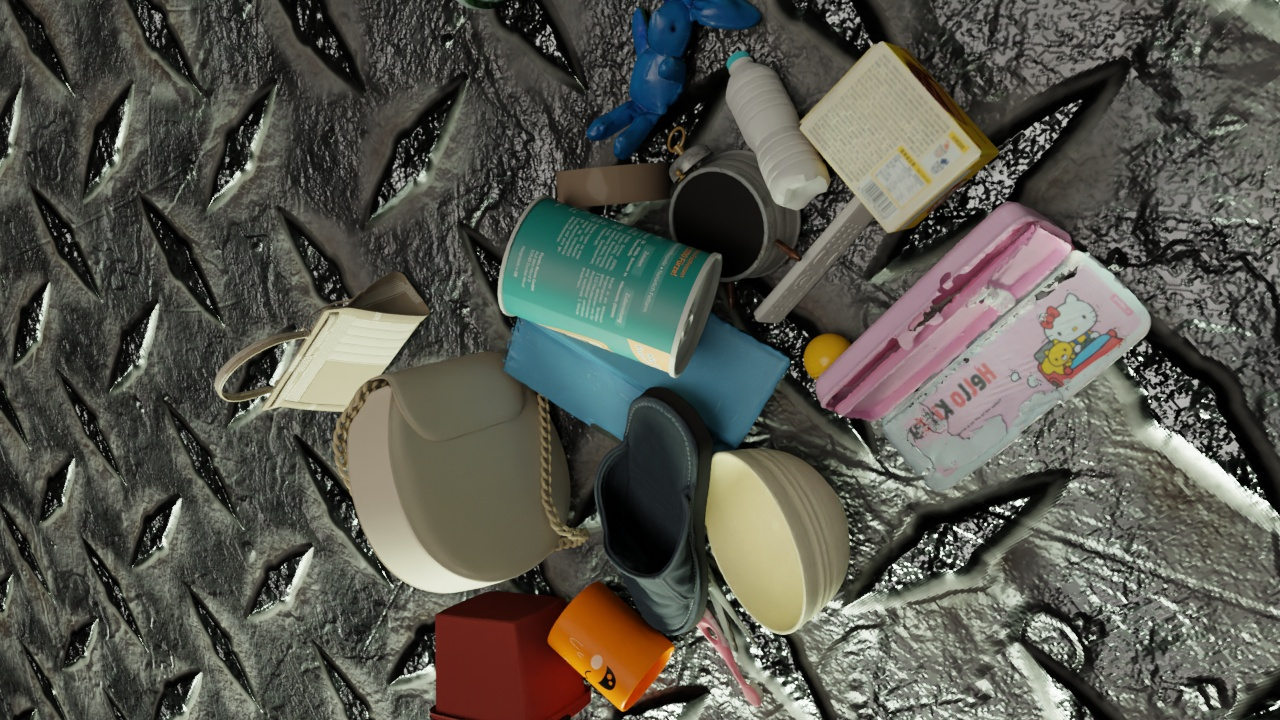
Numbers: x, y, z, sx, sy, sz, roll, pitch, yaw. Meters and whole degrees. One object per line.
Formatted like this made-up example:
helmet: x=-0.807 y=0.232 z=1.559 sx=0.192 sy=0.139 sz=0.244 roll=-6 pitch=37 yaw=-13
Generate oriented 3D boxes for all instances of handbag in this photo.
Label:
handbag: x=-0.341 y=0.000 z=0.939 sx=0.062 sy=0.197 sz=0.176 roll=52 pitch=123 yaw=12
handbag: x=-0.155 y=0.100 z=0.837 sx=0.104 sy=0.210 sz=0.208 roll=-22 pitch=87 yaw=35

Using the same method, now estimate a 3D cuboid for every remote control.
remote control: x=0.137 y=-0.078 z=0.714 sx=0.131 sy=0.033 sz=0.012 roll=-51 pitch=58 yaw=31

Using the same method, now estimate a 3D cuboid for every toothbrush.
toothbrush: x=0.071 y=0.260 z=0.851 sx=0.022 sy=0.016 sz=0.135 roll=-45 pitch=74 yaw=32

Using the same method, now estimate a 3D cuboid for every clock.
clock: x=0.066 y=-0.124 z=0.733 sx=0.104 sy=0.056 sz=0.148 roll=-37 pitch=85 yaw=42

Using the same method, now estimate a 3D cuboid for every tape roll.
tape roll: x=-0.023 y=-0.145 z=0.762 sx=0.094 sy=0.093 sz=0.030 roll=2 pitch=102 yaw=32

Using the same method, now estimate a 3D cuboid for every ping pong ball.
ping pong ball: x=0.148 y=-0.001 z=0.720 sx=0.040 sy=0.040 sz=0.040 roll=8 pitch=106 yaw=31

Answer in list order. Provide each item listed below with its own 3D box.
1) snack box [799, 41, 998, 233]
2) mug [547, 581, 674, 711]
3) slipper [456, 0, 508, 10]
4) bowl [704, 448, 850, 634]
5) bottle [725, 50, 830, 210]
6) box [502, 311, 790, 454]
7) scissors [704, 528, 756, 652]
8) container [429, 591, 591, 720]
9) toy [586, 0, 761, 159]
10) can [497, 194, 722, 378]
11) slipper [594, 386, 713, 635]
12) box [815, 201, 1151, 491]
snack box: x=0.181 y=-0.157 z=0.648 sx=0.084 sy=0.061 sz=0.105 roll=-44 pitch=77 yaw=33
mug: x=-0.029 y=0.283 z=0.892 sx=0.096 sy=0.077 sz=0.113 roll=36 pitch=149 yaw=20
slipper: x=-0.174 y=-0.409 z=0.795 sx=0.074 sy=0.103 sz=0.245 roll=-26 pitch=81 yaw=36
bowl: x=0.117 y=0.134 z=0.739 sx=0.151 sy=0.075 sz=0.151 roll=46 pitch=145 yaw=47
bottle: x=0.098 y=-0.178 z=0.693 sx=0.044 sy=0.044 sz=0.136 roll=-37 pitch=61 yaw=33
box: x=-0.008 y=0.008 z=0.791 sx=0.232 sy=0.060 sz=0.176 roll=30 pitch=118 yaw=9
scissors: x=0.048 y=0.194 z=0.849 sx=0.131 sy=0.014 sz=0.153 roll=2 pitch=99 yaw=32
container: x=-0.130 y=0.349 z=0.942 sx=0.148 sy=0.126 sz=0.201 roll=-5 pitch=92 yaw=33
toy: x=0.021 y=-0.243 z=0.728 sx=0.113 sy=0.071 sz=0.176 roll=31 pitch=106 yaw=21
can: x=-0.022 y=-0.058 z=0.707 sx=0.144 sy=0.099 sz=0.099 roll=20 pitch=113 yaw=11
slipper: x=-0.001 y=0.148 z=0.789 sx=0.109 sy=0.083 sz=0.266 roll=32 pitch=137 yaw=34
box: x=0.235 y=0.000 z=0.645 sx=0.202 sy=0.111 sz=0.101 roll=-48 pitch=50 yaw=31
